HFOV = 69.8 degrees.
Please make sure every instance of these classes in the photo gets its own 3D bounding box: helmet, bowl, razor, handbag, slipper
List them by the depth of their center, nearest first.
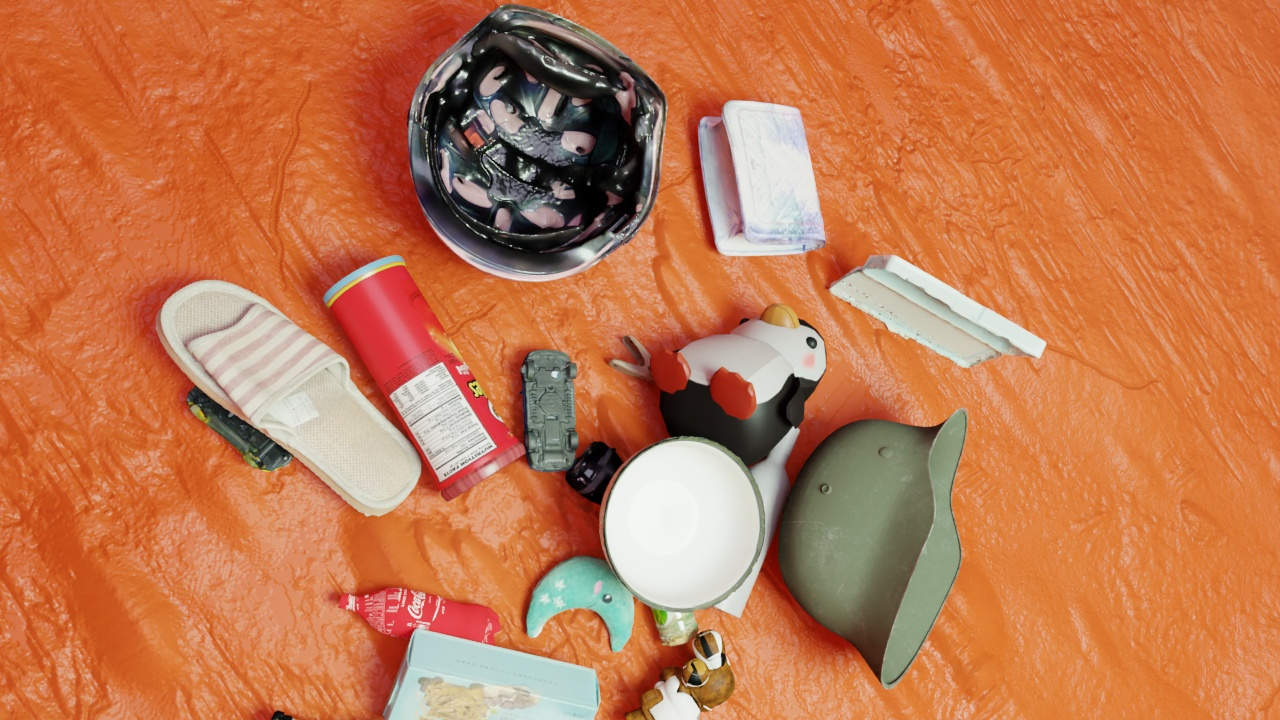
[{"bbox_3d":[-0.297,0.029,0.795,0.263,0.052,0.114,44,42,-10],"label":"slipper"},{"bbox_3d":[0.030,0.146,0.835,0.153,0.073,0.153,1,86,-19],"label":"bowl"},{"bbox_3d":[-0.107,-0.186,0.864,0.230,0.153,0.255,19,76,-16],"label":"helmet"},{"bbox_3d":[0.222,0.155,0.889,0.154,0.227,0.267,22,81,30],"label":"helmet"},{"bbox_3d":[-0.002,0.115,0.894,0.140,0.053,0.063,9,83,-17],"label":"razor"},{"bbox_3d":[0.132,-0.193,0.990,0.126,0.069,0.158,-5,82,-33],"label":"handbag"}]

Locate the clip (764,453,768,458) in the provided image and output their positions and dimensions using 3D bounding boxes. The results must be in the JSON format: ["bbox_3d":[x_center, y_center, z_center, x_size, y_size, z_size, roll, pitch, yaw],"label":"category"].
[{"bbox_3d":[0.117,0.093,0.952,0.060,0.026,0.049,-39,98,-27],"label":"clip"}]

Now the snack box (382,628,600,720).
[{"bbox_3d":[-0.128,0.296,0.803,0.174,0.053,0.075,19,113,-13],"label":"snack box"}]

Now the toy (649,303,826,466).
[{"bbox_3d":[0.113,0.024,0.912,0.183,0.159,0.140,-34,130,-40],"label":"toy"}]

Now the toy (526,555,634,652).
[{"bbox_3d":[-0.051,0.229,0.869,0.105,0.033,0.085,16,86,-15],"label":"toy"}]

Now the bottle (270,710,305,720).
[{"bbox_3d":[-0.228,0.341,0.775,0.181,0.059,0.059,27,73,-11],"label":"bottle"}]

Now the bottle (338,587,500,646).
[{"bbox_3d":[-0.196,0.228,0.816,0.141,0.042,0.042,16,75,-14],"label":"bottle"}]

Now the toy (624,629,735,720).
[{"bbox_3d":[0.038,0.311,0.858,0.112,0.087,0.067,-25,49,-8],"label":"toy"}]

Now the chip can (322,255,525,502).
[{"bbox_3d":[-0.196,0.017,0.834,0.087,0.087,0.213,-32,89,-20],"label":"chip can"}]

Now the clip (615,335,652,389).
[{"bbox_3d":[0.001,0.000,0.932,0.049,0.026,0.061,-4,82,-20],"label":"clip"}]

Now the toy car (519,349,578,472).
[{"bbox_3d":[-0.091,0.049,0.882,0.056,0.044,0.120,1,76,-17],"label":"toy car"}]

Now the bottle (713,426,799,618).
[{"bbox_3d":[0.112,0.154,0.914,0.052,0.052,0.195,27,77,-11],"label":"bottle"}]

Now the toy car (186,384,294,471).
[{"bbox_3d":[-0.349,0.054,0.807,0.107,0.030,0.049,46,69,-7],"label":"toy car"}]

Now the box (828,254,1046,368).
[{"bbox_3d":[0.314,-0.052,0.979,0.197,0.136,0.044,28,77,-11],"label":"box"}]

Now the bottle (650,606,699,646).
[{"bbox_3d":[0.023,0.217,0.888,0.043,0.043,0.111,-15,87,-20],"label":"bottle"}]
